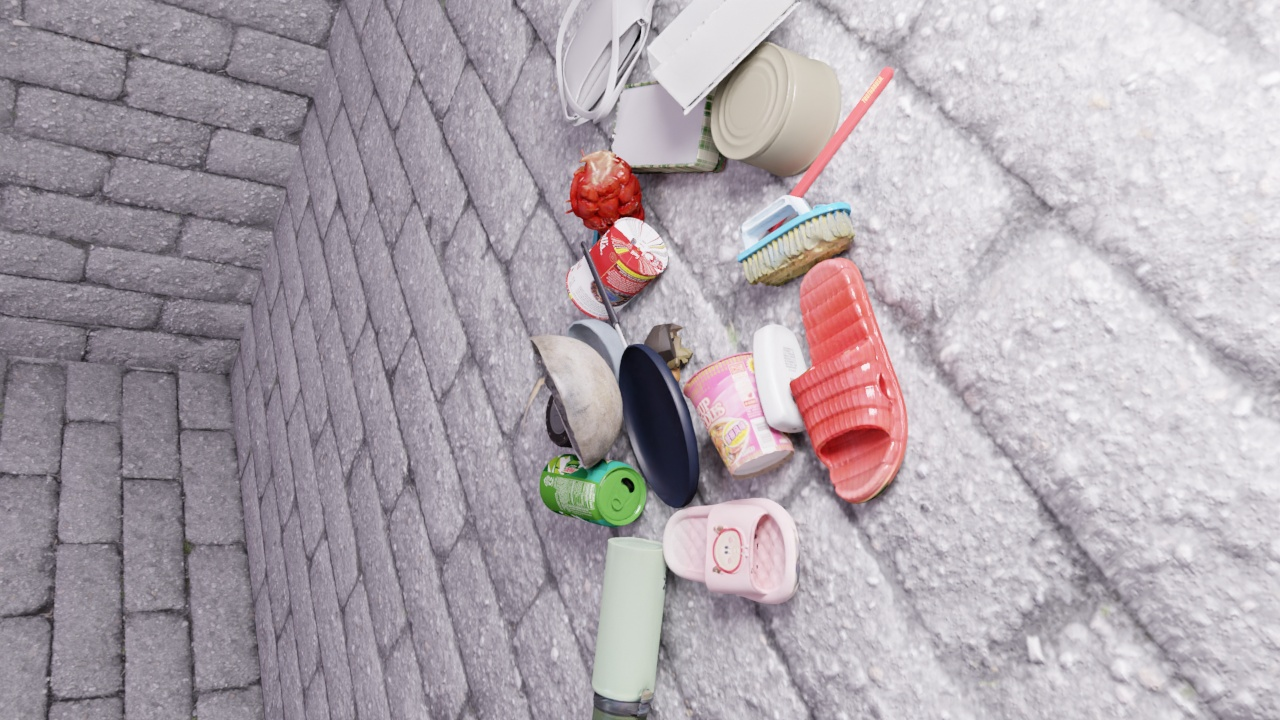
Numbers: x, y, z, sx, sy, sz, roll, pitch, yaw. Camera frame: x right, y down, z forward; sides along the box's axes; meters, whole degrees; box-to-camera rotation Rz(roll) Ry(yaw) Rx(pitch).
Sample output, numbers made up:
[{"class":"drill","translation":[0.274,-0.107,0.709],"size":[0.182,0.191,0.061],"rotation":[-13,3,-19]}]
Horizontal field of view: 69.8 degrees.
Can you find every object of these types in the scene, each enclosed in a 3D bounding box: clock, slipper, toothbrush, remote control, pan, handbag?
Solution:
[{"class":"clock","translation":[-0.091,0.077,1.284],"size":[0.123,0.043,0.091],"rotation":[2,86,56]},{"class":"slipper","translation":[0.092,0.199,0.987],"size":[0.222,0.055,0.106],"rotation":[-8,75,56]},{"class":"slipper","translation":[0.188,0.012,0.880],"size":[0.104,0.059,0.248],"rotation":[-32,57,49]},{"class":"toothbrush","translation":[0.189,-0.215,0.954],"size":[0.213,0.017,0.012],"rotation":[-54,43,35]},{"class":"remote control","translation":[0.145,0.017,0.938],"size":[0.028,0.060,0.114],"rotation":[-34,56,45]},{"class":"pan","translation":[-0.006,0.007,1.104],"size":[0.199,0.021,0.356],"rotation":[118,133,-63]},{"class":"handbag","translation":[-0.047,-0.413,1.230],"size":[0.216,0.095,0.222],"rotation":[-48,32,41]}]

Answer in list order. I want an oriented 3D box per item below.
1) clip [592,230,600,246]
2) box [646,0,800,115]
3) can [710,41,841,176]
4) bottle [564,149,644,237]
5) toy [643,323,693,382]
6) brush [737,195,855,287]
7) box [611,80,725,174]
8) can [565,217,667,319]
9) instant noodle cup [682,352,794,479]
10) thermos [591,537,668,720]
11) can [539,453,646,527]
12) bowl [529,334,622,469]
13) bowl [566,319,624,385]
[{"class":"clip","translation":[-0.049,-0.138,1.281],"size":[0.102,0.027,0.119],"rotation":[44,119,52]},{"class":"box","translation":[0.139,-0.437,0.963],"size":[0.369,0.098,0.165],"rotation":[-48,20,21]},{"class":"can","translation":[0.142,-0.268,0.983],"size":[0.128,0.073,0.127],"rotation":[-15,72,54]},{"class":"bottle","translation":[-0.049,-0.216,1.199],"size":[0.099,0.111,0.098],"rotation":[-8,62,16]},{"class":"toy","translation":[0.033,0.005,1.108],"size":[0.076,0.062,0.100],"rotation":[80,-174,-77]},{"class":"brush","translation":[0.161,-0.134,0.946],"size":[0.136,0.055,0.075],"rotation":[-30,65,49]},{"class":"box","translation":[0.037,-0.295,1.165],"size":[0.206,0.050,0.117],"rotation":[14,98,56]},{"class":"can","translation":[-0.033,-0.118,1.196],"size":[0.117,0.086,0.086],"rotation":[-39,53,44]},{"class":"instant noodle cup","translation":[0.108,0.062,0.963],"size":[0.098,0.097,0.108],"rotation":[-45,56,42]},{"class":"thermos","translation":[-0.012,0.333,1.094],"size":[0.082,0.082,0.231],"rotation":[5,87,56]},{"class":"can","translation":[-0.063,0.168,1.191],"size":[0.144,0.083,0.083],"rotation":[0,84,55]},{"class":"bowl","translation":[-0.068,0.039,1.136],"size":[0.178,0.081,0.178],"rotation":[156,91,-83]},{"class":"bowl","translation":[-0.052,-0.011,1.226],"size":[0.106,0.039,0.106],"rotation":[35,140,36]}]
